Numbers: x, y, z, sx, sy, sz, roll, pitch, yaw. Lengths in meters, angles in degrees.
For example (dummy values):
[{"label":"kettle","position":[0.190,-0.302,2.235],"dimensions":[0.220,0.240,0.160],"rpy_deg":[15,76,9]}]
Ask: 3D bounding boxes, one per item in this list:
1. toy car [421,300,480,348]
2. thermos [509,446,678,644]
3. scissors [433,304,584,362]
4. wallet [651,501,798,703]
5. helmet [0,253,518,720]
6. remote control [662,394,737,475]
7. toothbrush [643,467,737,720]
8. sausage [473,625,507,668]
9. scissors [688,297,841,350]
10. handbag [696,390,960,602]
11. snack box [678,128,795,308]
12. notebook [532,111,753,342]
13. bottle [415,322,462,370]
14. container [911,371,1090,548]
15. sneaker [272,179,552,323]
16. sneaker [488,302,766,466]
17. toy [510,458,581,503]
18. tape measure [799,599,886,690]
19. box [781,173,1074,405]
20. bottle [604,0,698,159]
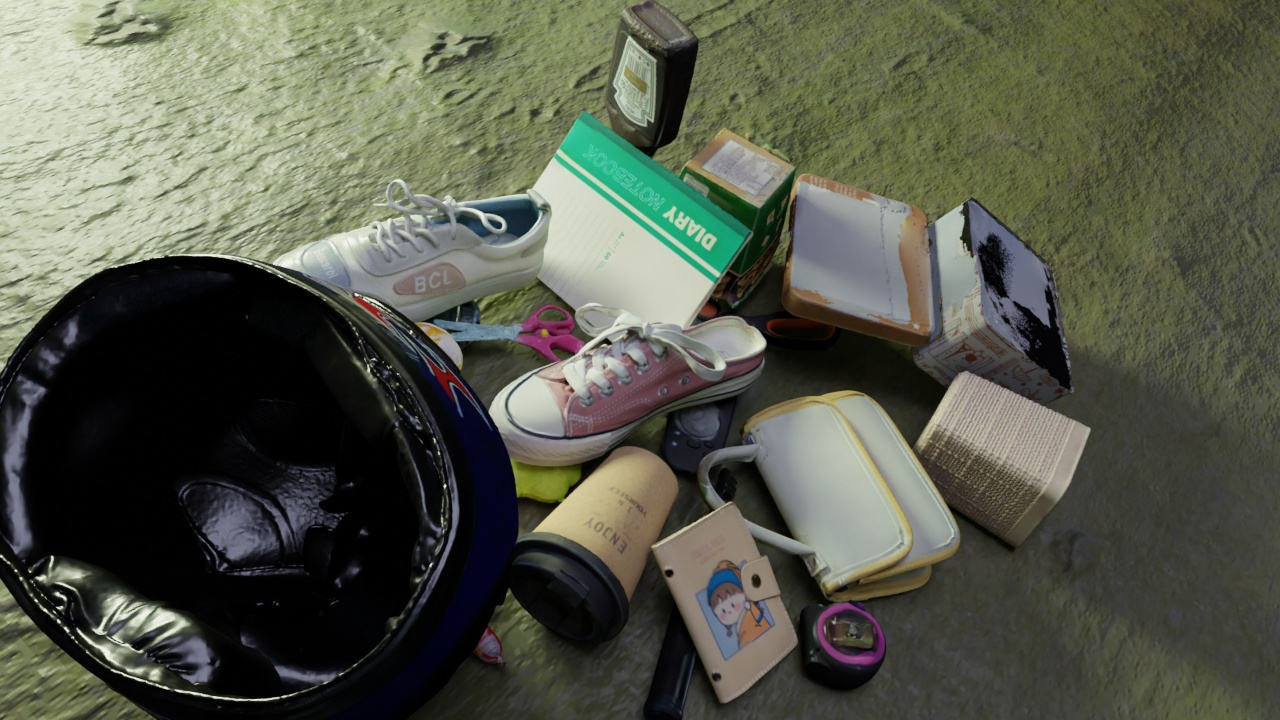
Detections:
[{"label":"toy car","position":[-0.196,-0.039,0.774],"dimensions":[0.120,0.037,0.054],"rpy_deg":[11,47,-16]},{"label":"thermos","position":[-0.029,0.126,0.643],"dimensions":[0.093,0.093,0.142],"rpy_deg":[28,42,11]},{"label":"scissors","position":[-0.112,-0.030,0.783],"dimensions":[0.137,0.017,0.073],"rpy_deg":[8,51,-24]},{"label":"wallet","position":[0.062,0.165,0.641],"dimensions":[0.087,0.024,0.115],"rpy_deg":[-21,84,-37]},{"label":"helmet","position":[-0.189,0.087,0.523],"dimensions":[0.316,0.240,0.247],"rpy_deg":[30,75,25]},{"label":"remote control","position":[0.052,0.039,0.771],"dimensions":[0.053,0.024,0.136],"rpy_deg":[18,57,1]},{"label":"toothbrush","position":[0.042,0.162,0.668],"dimensions":[0.027,0.026,0.212],"rpy_deg":[43,43,-20]},{"label":"sausage","position":[-0.142,0.153,0.633],"dimensions":[0.020,0.020,0.156],"rpy_deg":[-31,63,-33]},{"label":"scissors","position":[0.079,-0.048,0.860],"dimensions":[0.221,0.022,0.233],"rpy_deg":[14,51,4]},{"label":"handbag","position":[0.137,0.103,0.709],"dimensions":[0.178,0.063,0.163],"rpy_deg":[-7,51,-24]},{"label":"snack box","position":[0.075,-0.139,0.842],"dimensions":[0.118,0.106,0.117],"rpy_deg":[31,50,11]},{"label":"notebook","position":[-0.020,-0.108,0.814],"dimensions":[0.209,0.150,0.012],"rpy_deg":[40,14,24]},{"label":"bottle","position":[-0.178,0.023,0.706],"dimensions":[0.063,0.063,0.108],"rpy_deg":[14,49,-2]},{"label":"container","position":[0.290,0.077,0.759],"dimensions":[0.111,0.090,0.089],"rpy_deg":[31,50,16]},{"label":"sneaker","position":[-0.173,-0.091,0.742],"dimensions":[0.241,0.091,0.089],"rpy_deg":[-17,60,-37]},{"label":"sneaker","position":[-0.004,0.004,0.708],"dimensions":[0.240,0.088,0.118],"rpy_deg":[-17,51,-23]},{"label":"toy","position":[-0.079,0.067,0.715],"dimensions":[0.096,0.031,0.100],"rpy_deg":[-23,59,-32]},{"label":"tape measure","position":[0.143,0.200,0.648],"dimensions":[0.058,0.039,0.057],"rpy_deg":[10,48,-6]},{"label":"box","position":[0.256,-0.070,0.831],"dimensions":[0.259,0.111,0.178],"rpy_deg":[33,45,-20]},{"label":"bottle","position":[0.000,-0.220,0.826],"dimensions":[0.044,0.195,0.080],"rpy_deg":[-29,65,-28]}]
